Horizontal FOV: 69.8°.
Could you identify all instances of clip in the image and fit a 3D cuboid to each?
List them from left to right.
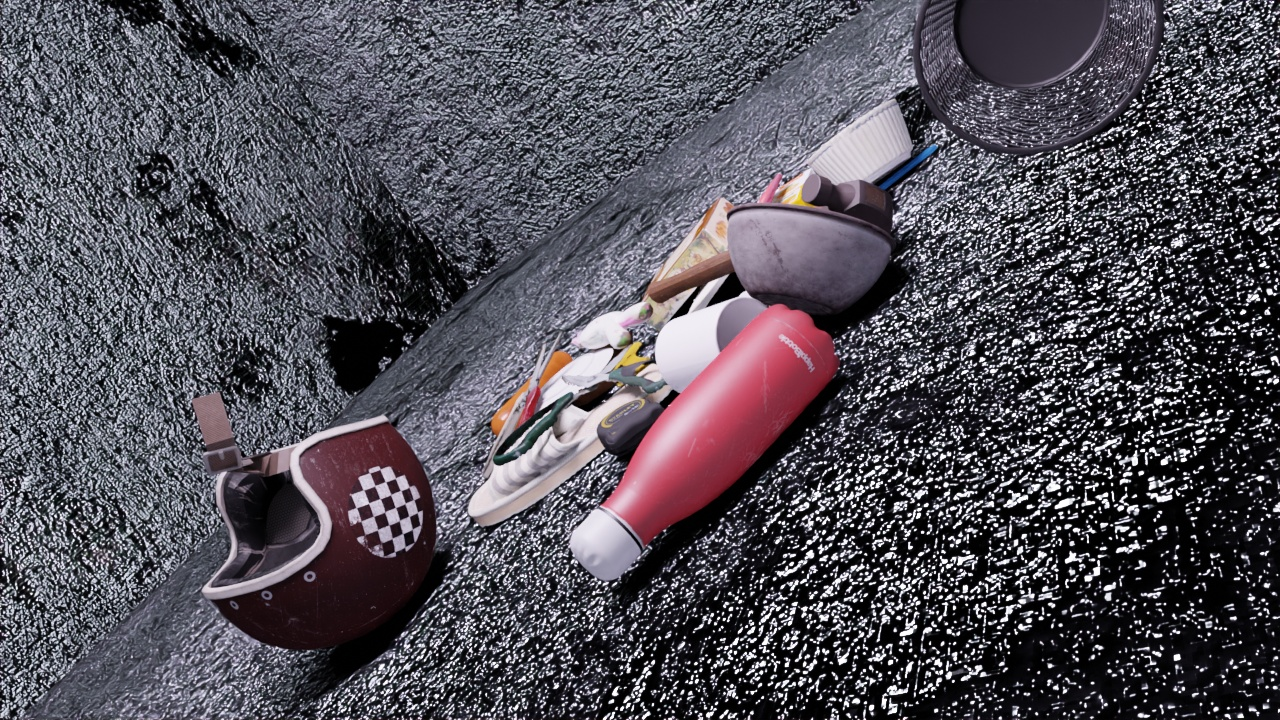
[{"bbox_3d":[-0.006,0.008,1.056,0.054,0.048,0.046,-43,-27,-20],"label":"clip"}]

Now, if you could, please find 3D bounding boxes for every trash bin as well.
[{"bbox_3d":[0.350,-0.301,0.824,0.185,0.184,0.209,-30,11,31],"label":"trash bin"}]

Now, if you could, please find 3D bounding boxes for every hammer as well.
[{"bbox_3d":[0.113,-0.109,0.922,0.324,0.115,0.033,-19,62,53],"label":"hammer"}]

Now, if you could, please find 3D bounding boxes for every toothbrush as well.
[{"bbox_3d":[0.258,-0.189,1.015,0.166,0.014,0.016,-38,14,0],"label":"toothbrush"}]

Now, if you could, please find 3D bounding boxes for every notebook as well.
[{"bbox_3d":[0.112,-0.132,1.100,0.153,0.012,0.208,-55,4,33],"label":"notebook"}]

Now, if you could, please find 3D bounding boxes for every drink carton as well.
[{"bbox_3d":[0.191,-0.188,1.126,0.059,0.040,0.122,-30,16,30],"label":"drink carton"}]

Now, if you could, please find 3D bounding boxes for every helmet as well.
[{"bbox_3d":[-0.319,0.152,0.896,0.234,0.253,0.233,-17,1,44],"label":"helmet"}]

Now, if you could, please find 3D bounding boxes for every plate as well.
[{"bbox_3d":[-0.090,0.025,1.109,0.135,0.011,0.134,-36,14,11],"label":"plate"},{"bbox_3d":[-0.055,0.016,1.131,0.131,0.025,0.131,-36,14,11],"label":"plate"}]

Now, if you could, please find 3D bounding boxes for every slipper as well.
[{"bbox_3d":[-0.074,0.077,0.948,0.273,0.054,0.114,-35,20,12],"label":"slipper"}]

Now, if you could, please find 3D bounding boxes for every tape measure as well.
[{"bbox_3d":[-0.009,0.063,0.855,0.061,0.034,0.061,-32,16,-14],"label":"tape measure"}]

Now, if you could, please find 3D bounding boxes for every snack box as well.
[{"bbox_3d":[0.063,-0.126,1.176,0.147,0.041,0.142,-49,7,28],"label":"snack box"}]

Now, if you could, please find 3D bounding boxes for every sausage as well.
[{"bbox_3d":[-0.142,0.044,1.234,0.045,0.039,0.163,-26,18,49],"label":"sausage"}]

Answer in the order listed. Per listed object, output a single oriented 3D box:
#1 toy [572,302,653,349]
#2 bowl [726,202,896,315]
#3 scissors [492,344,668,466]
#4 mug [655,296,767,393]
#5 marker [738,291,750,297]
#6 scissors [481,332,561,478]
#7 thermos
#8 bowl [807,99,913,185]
[{"bbox_3d":[-0.040,-0.038,1.124,0.123,0.038,0.079,-13,24,49],"label":"toy"},{"bbox_3d":[0.138,-0.080,0.785,0.145,0.145,0.067,-178,102,-69],"label":"bowl"},{"bbox_3d":[-0.055,0.042,0.906,0.204,0.015,0.202,-41,21,-24],"label":"scissors"},{"bbox_3d":[0.083,-0.015,0.821,0.110,0.074,0.091,-17,0,-34],"label":"mug"},{"bbox_3d":[0.121,-0.066,0.887,0.017,0.017,0.145,-32,-2,23],"label":"marker"},{"bbox_3d":[-0.143,0.065,1.096,0.180,0.015,0.198,-53,20,27],"label":"scissors"},{"bbox_3d":[0.044,0.060,0.655,0.239,0.073,0.073,-44,15,-19],"label":"thermos"},{"bbox_3d":[0.251,-0.230,1.022,0.115,0.062,0.115,-34,-2,-2],"label":"bowl"}]
